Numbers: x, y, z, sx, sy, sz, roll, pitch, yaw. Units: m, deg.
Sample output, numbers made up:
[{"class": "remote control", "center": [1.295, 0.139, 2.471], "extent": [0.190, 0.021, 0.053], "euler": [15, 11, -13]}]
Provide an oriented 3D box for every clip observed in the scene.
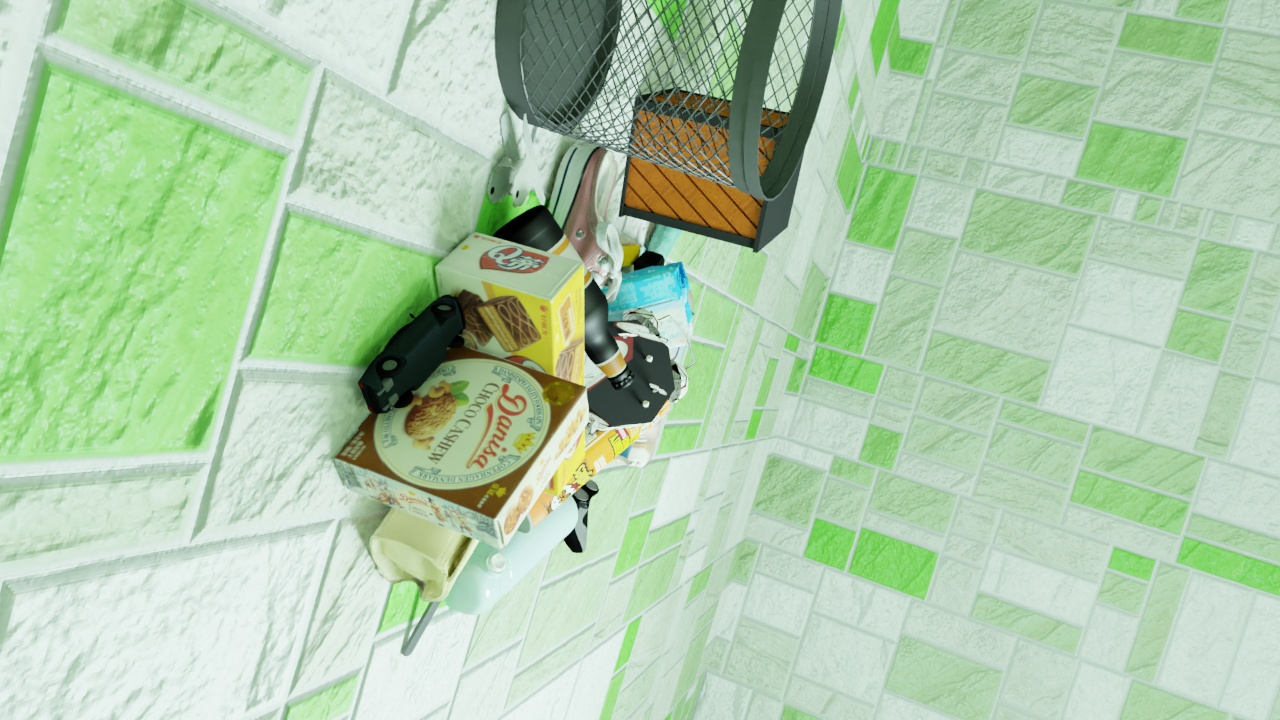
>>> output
[{"class": "clip", "center": [-0.116, -0.162, 0.799], "extent": [0.058, 0.050, 0.102], "euler": [-55, 155, -28]}]

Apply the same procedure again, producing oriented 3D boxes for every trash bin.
[{"class": "trash bin", "center": [0.026, -0.266, 0.763], "extent": [0.217, 0.227, 0.217], "euler": [18, 89, -73]}, {"class": "trash bin", "center": [0.090, -0.231, 1.086], "extent": [0.139, 0.172, 0.140], "euler": [-41, 144, -59]}]

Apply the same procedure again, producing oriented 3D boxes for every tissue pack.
[{"class": "tissue pack", "center": [-0.009, -0.050, 1.018], "extent": [0.062, 0.144, 0.093], "euler": [-158, -126, -68]}]

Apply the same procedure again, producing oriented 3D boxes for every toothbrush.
[{"class": "toothbrush", "center": [-0.186, 0.215, 0.880], "extent": [0.012, 0.013, 0.167], "euler": [20, 102, -56]}]

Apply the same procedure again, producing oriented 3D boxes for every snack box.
[{"class": "snack box", "center": [-0.135, 0.060, 0.720], "extent": [0.041, 0.147, 0.142], "euler": [88, 26, -45]}, {"class": "snack box", "center": [-0.109, 0.009, 0.814], "extent": [0.061, 0.110, 0.231], "euler": [-55, 156, -46]}]

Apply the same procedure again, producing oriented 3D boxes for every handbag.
[{"class": "handbag", "center": [-0.171, 0.137, 0.801], "extent": [0.111, 0.081, 0.119], "euler": [108, 7, -55]}]

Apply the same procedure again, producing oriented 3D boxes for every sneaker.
[{"class": "sneaker", "center": [-0.059, -0.092, 0.902], "extent": [0.118, 0.088, 0.241], "euler": [13, 96, -73]}]

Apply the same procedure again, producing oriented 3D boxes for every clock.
[{"class": "clock", "center": [-0.006, 0.006, 0.943], "extent": [0.154, 0.114, 0.065], "euler": [-29, -178, -26]}]

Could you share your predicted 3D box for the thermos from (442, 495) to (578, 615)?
[{"class": "thermos", "center": [-0.138, 0.199, 0.982], "extent": [0.078, 0.065, 0.206], "euler": [-36, 179, 26]}]

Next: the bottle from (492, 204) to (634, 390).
[{"class": "bottle", "center": [-0.061, -0.049, 0.826], "extent": [0.181, 0.059, 0.059], "euler": [56, 42, -20]}]

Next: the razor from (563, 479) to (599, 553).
[{"class": "razor", "center": [-0.086, 0.202, 1.173], "extent": [0.060, 0.057, 0.156], "euler": [-23, 144, -31]}]

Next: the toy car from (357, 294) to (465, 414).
[{"class": "toy car", "center": [-0.177, -0.006, 0.716], "extent": [0.111, 0.034, 0.046], "euler": [-54, 154, -37]}]

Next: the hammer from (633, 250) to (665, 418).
[{"class": "hammer", "center": [-0.001, 0.001, 1.242], "extent": [0.130, 0.039, 0.329], "euler": [-51, 155, -46]}]

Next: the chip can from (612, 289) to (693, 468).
[{"class": "chip can", "center": [0.005, 0.012, 1.102], "extent": [0.079, 0.080, 0.229], "euler": [16, 92, -73]}]

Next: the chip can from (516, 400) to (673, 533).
[{"class": "chip can", "center": [-0.064, 0.088, 0.979], "extent": [0.214, 0.075, 0.075], "euler": [-38, 146, -30]}]

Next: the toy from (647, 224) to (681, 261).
[{"class": "toy", "center": [0.030, -0.155, 1.220], "extent": [0.085, 0.033, 0.105], "euler": [100, 14, -59]}]

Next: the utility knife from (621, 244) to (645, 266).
[{"class": "utility knife", "center": [-0.021, -0.125, 1.112], "extent": [0.178, 0.017, 0.030], "euler": [-22, 132, -68]}]
